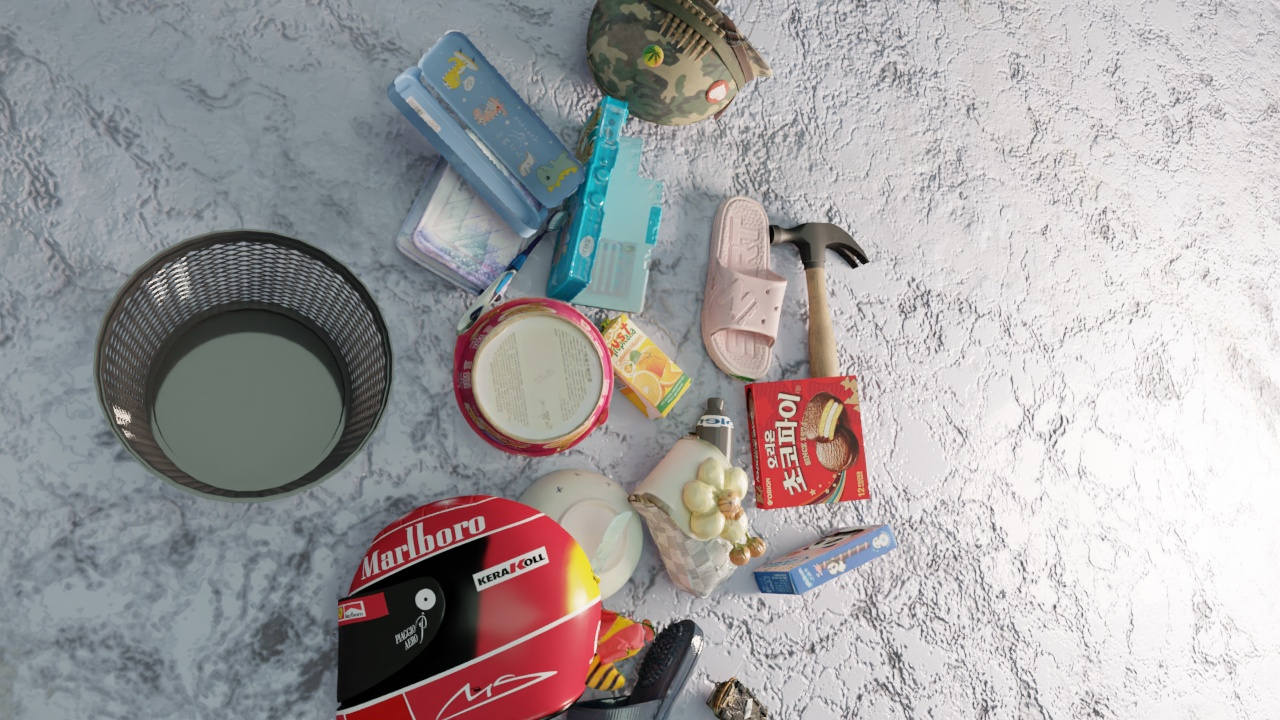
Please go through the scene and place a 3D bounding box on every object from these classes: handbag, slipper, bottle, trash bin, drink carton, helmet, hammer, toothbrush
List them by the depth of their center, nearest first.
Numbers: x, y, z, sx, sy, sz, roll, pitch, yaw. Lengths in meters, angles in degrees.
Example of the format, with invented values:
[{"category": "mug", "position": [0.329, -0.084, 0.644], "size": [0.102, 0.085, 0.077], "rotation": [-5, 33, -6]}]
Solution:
[{"category": "trash bin", "position": [-0.348, 0.020, 0.823], "size": [0.217, 0.228, 0.217], "rotation": [4, 79, -22]}, {"category": "helmet", "position": [-0.173, 0.246, 0.872], "size": [0.271, 0.198, 0.224], "rotation": [-22, 81, 0]}, {"category": "slipper", "position": [-0.027, 0.375, 0.970], "size": [0.082, 0.101, 0.263], "rotation": [42, 65, -12]}, {"category": "toothbrush", "position": [-0.138, -0.098, 1.000], "size": [0.188, 0.017, 0.016], "rotation": [-52, 134, -20]}, {"category": "handbag", "position": [0.073, 0.181, 1.015], "size": [0.112, 0.123, 0.171], "rotation": [-45, 126, -34]}, {"category": "handbag", "position": [-0.181, -0.161, 1.017], "size": [0.126, 0.069, 0.158], "rotation": [32, 70, -29]}, {"category": "drink carton", "position": [-0.006, 0.006, 1.072], "size": [0.122, 0.041, 0.058], "rotation": [44, 68, -10]}, {"category": "helmet", "position": [0.056, -0.392, 1.076], "size": [0.224, 0.192, 0.236], "rotation": [19, 98, 2]}, {"category": "bottle", "position": [0.088, 0.100, 1.093], "size": [0.047, 0.047, 0.112], "rotation": [9, 78, -21]}, {"category": "slipper", "position": [0.131, -0.095, 1.135], "size": [0.094, 0.065, 0.239], "rotation": [7, 77, -22]}, {"category": "hammer", "position": [0.239, -0.026, 1.186], "size": [0.132, 0.040, 0.305], "rotation": [-2, 82, -20]}]

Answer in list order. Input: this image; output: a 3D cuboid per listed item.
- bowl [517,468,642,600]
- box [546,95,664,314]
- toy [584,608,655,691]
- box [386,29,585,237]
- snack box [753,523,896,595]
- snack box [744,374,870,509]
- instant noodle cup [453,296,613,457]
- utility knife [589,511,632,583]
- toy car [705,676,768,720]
[{"category": "bowl", "position": [-0.063, 0.192, 1.000], "size": [0.153, 0.073, 0.153], "rotation": [4, 78, -22]}, {"category": "box", "position": [-0.025, -0.173, 1.066], "size": [0.117, 0.097, 0.226], "rotation": [15, 75, -18]}, {"category": "toy", "position": [-0.032, 0.305, 0.984], "size": [0.084, 0.046, 0.103], "rotation": [16, 37, 14]}, {"category": "box", "position": [-0.161, -0.234, 0.968], "size": [0.209, 0.047, 0.121], "rotation": [47, 61, -19]}, {"category": "snack box", "position": [0.221, 0.239, 1.103], "size": [0.154, 0.088, 0.033], "rotation": [-18, 85, -25]}, {"category": "snack box", "position": [0.204, 0.100, 1.127], "size": [0.132, 0.036, 0.152], "rotation": [-4, 85, -10]}, {"category": "instant noodle cup", "position": [-0.111, 0.018, 0.983], "size": [0.178, 0.078, 0.178], "rotation": [0, 90, -10]}, {"category": "utility knife", "position": [-0.063, 0.247, 0.955], "size": [0.030, 0.019, 0.228], "rotation": [16, 114, -31]}, {"category": "toy car", "position": [0.105, 0.395, 1.051], "size": [0.047, 0.047, 0.112], "rotation": [-54, 132, -21]}]
